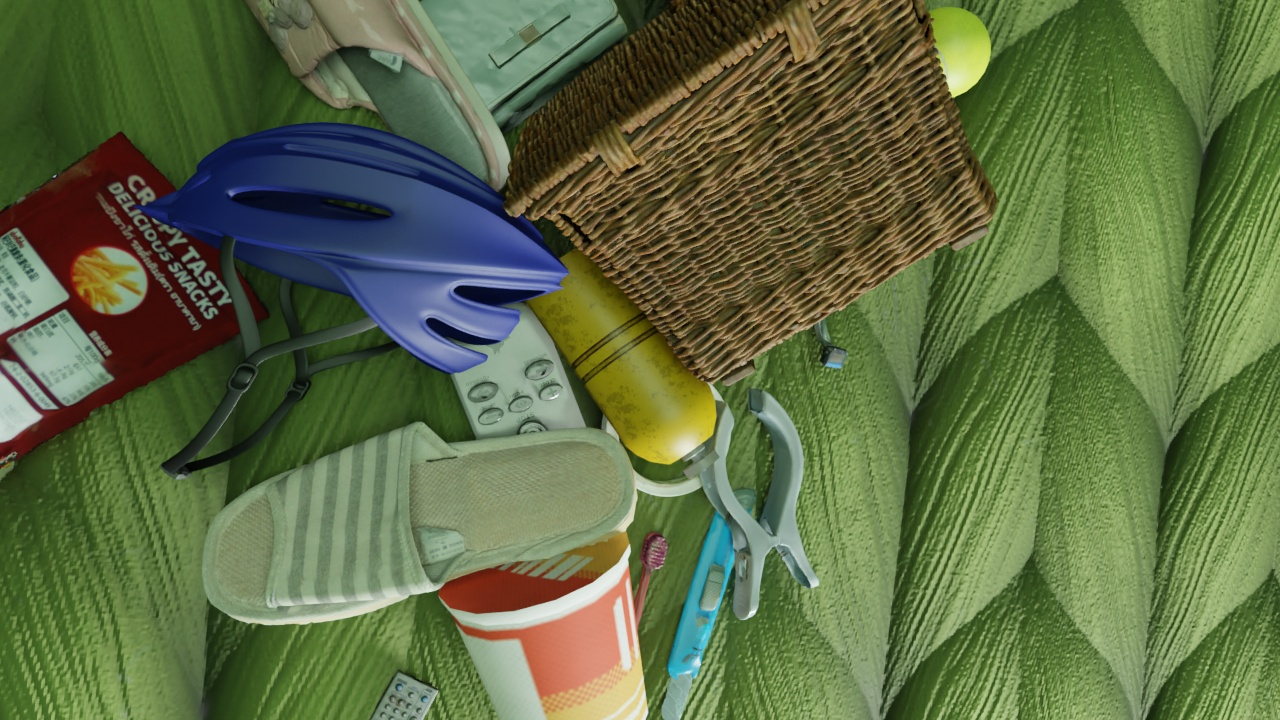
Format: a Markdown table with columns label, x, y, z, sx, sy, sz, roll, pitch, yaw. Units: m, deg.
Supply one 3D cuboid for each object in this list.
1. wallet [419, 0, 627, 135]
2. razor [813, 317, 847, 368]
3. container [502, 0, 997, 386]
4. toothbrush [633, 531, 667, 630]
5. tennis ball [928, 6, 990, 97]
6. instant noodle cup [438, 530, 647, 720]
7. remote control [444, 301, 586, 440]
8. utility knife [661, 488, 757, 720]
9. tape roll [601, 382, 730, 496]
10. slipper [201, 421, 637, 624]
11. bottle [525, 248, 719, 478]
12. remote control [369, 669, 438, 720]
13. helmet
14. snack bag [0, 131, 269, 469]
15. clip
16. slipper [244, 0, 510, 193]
| label | x | y | z | sx | sy | sz | roll | pitch | yaw |
| --- | --- | --- | --- | --- | --- | --- | --- | --- | --- |
| wallet | -0.083 | -0.219 | 0.606 | 0.131 | 0.054 | 0.100 | -41 | 107 | -8 |
| razor | 0.142 | -0.066 | 0.694 | 0.022 | 0.042 | 0.144 | 0 | 86 | 27 |
| container | 0.072 | -0.121 | 0.552 | 0.250 | 0.162 | 0.183 | -30 | 118 | 17 |
| toothbrush | -0.011 | 0.217 | 0.662 | 0.016 | 0.016 | 0.190 | 16 | 87 | -16 |
| tennis ball | 0.227 | -0.230 | 0.687 | 0.065 | 0.065 | 0.065 | 0 | 92 | -15 |
| instant noodle cup | -0.054 | 0.186 | 0.602 | 0.123 | 0.123 | 0.121 | -17 | 103 | -14 |
| remote control | -0.081 | 0.036 | 0.637 | 0.074 | 0.019 | 0.151 | -22 | 97 | -13 |
| utility knife | 0.048 | 0.181 | 0.679 | 0.031 | 0.015 | 0.185 | 18 | 88 | -12 |
| tape roll | 0.019 | 0.051 | 0.665 | 0.093 | 0.018 | 0.094 | -1 | 92 | -15 |
| slipper | -0.136 | 0.096 | 0.577 | 0.272 | 0.054 | 0.114 | -12 | 56 | -8 |
| bottle | -0.004 | 0.004 | 0.613 | 0.071 | 0.071 | 0.164 | -34 | 87 | -12 |
| remote control | -0.185 | 0.277 | 0.619 | 0.033 | 0.013 | 0.136 | 31 | 84 | -13 |
| helmet | -0.179 | -0.025 | 0.540 | 0.241 | 0.148 | 0.227 | 18 | 83 | -6 |
| snack bag | -0.351 | -0.026 | 0.543 | 0.207 | 0.067 | 0.139 | -36 | 105 | -13 |
| clip | 0.102 | 0.097 | 0.675 | 0.114 | 0.028 | 0.163 | -15 | 102 | -25 |
| slipper | -0.183 | -0.202 | 0.561 | 0.274 | 0.114 | 0.054 | 52 | 55 | -13 |
